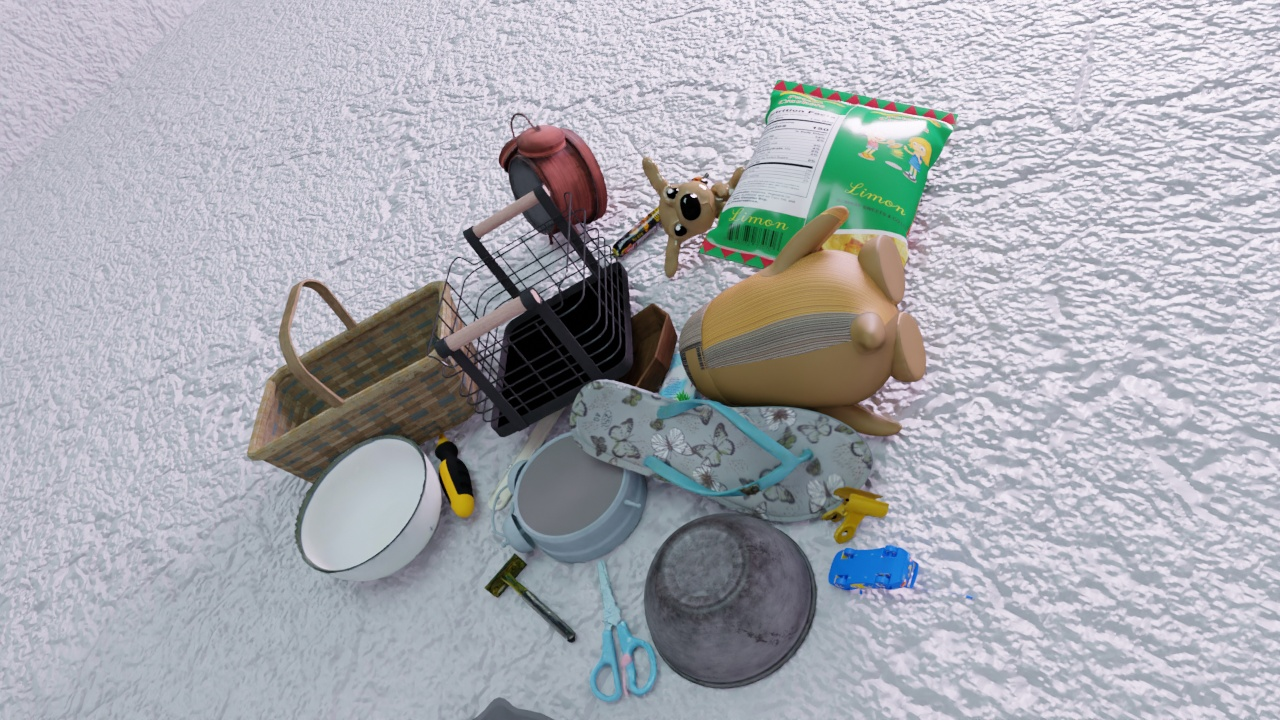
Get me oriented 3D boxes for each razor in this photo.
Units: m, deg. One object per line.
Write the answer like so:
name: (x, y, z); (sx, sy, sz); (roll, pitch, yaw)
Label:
razor: (-0.093, 0.218, 0.822); (0.106, 0.026, 0.042); (31, 70, 38)

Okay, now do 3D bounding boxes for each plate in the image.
plate: (-0.005, 0.005, 0.911); (0.132, 0.025, 0.131); (-46, 25, 29)

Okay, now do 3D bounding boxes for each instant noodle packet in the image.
instant noodle packet: (0.194, -0.181, 0.925); (0.196, 0.090, 0.252); (16, 62, 16)

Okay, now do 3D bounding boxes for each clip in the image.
clip: (0.172, 0.128, 0.737); (0.047, 0.053, 0.039); (-54, 42, 23)

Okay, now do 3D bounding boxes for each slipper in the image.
slipper: (0.057, 0.080, 0.779); (0.269, 0.054, 0.098); (9, 100, 20)

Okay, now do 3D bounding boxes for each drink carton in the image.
drink carton: (0.035, 0.052, 0.870); (0.039, 0.044, 0.128); (-3, 54, 27)

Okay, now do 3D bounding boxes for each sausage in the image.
sausage: (0.022, -0.170, 1.077); (0.155, 0.020, 0.020); (-40, 45, -6)

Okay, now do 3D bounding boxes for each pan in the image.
pan: (-0.166, 0.388, 0.718); (0.355, 0.024, 0.216); (-17, 47, 15)

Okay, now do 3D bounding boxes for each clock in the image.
clock: (-0.109, -0.223, 1.096); (0.072, 0.158, 0.121); (-31, 14, -24)
clock: (-0.070, 0.128, 0.865); (0.159, 0.045, 0.122); (-15, 48, 16)

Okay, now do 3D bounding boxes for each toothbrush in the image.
toothbrush: (-0.207, 0.098, 0.981); (0.031, 0.031, 0.196); (-45, 39, 10)

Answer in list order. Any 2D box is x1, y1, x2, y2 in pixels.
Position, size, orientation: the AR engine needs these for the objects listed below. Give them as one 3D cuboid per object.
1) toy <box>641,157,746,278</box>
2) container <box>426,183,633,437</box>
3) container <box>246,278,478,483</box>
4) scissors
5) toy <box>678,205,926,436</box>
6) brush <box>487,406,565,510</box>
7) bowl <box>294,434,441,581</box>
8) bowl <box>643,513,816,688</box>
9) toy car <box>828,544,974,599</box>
toy: (0.068, -0.167, 0.995); (0.108, 0.134, 0.106); (-12, 5, -2)
container: (-0.112, -0.057, 0.940); (0.163, 0.130, 0.240); (-28, 31, 15)
container: (-0.311, 0.007, 0.984); (0.250, 0.186, 0.157); (-27, 37, 11)
scissors: (-0.025, 0.228, 0.785); (0.063, 0.015, 0.138); (-30, 39, 9)
toy: (0.133, -0.021, 0.817); (0.204, 0.198, 0.162); (-13, 7, 33)
brush: (-0.096, 0.063, 0.958); (0.033, 0.012, 0.217); (15, 64, 37)
bowl: (-0.264, 0.157, 0.930); (0.154, 0.073, 0.153); (-16, 47, 18)
bowl: (0.061, 0.178, 0.734); (0.145, 0.067, 0.144); (-15, 48, 18)
toy car: (0.198, 0.170, 0.704); (0.092, 0.062, 0.033); (-22, 38, 55)
